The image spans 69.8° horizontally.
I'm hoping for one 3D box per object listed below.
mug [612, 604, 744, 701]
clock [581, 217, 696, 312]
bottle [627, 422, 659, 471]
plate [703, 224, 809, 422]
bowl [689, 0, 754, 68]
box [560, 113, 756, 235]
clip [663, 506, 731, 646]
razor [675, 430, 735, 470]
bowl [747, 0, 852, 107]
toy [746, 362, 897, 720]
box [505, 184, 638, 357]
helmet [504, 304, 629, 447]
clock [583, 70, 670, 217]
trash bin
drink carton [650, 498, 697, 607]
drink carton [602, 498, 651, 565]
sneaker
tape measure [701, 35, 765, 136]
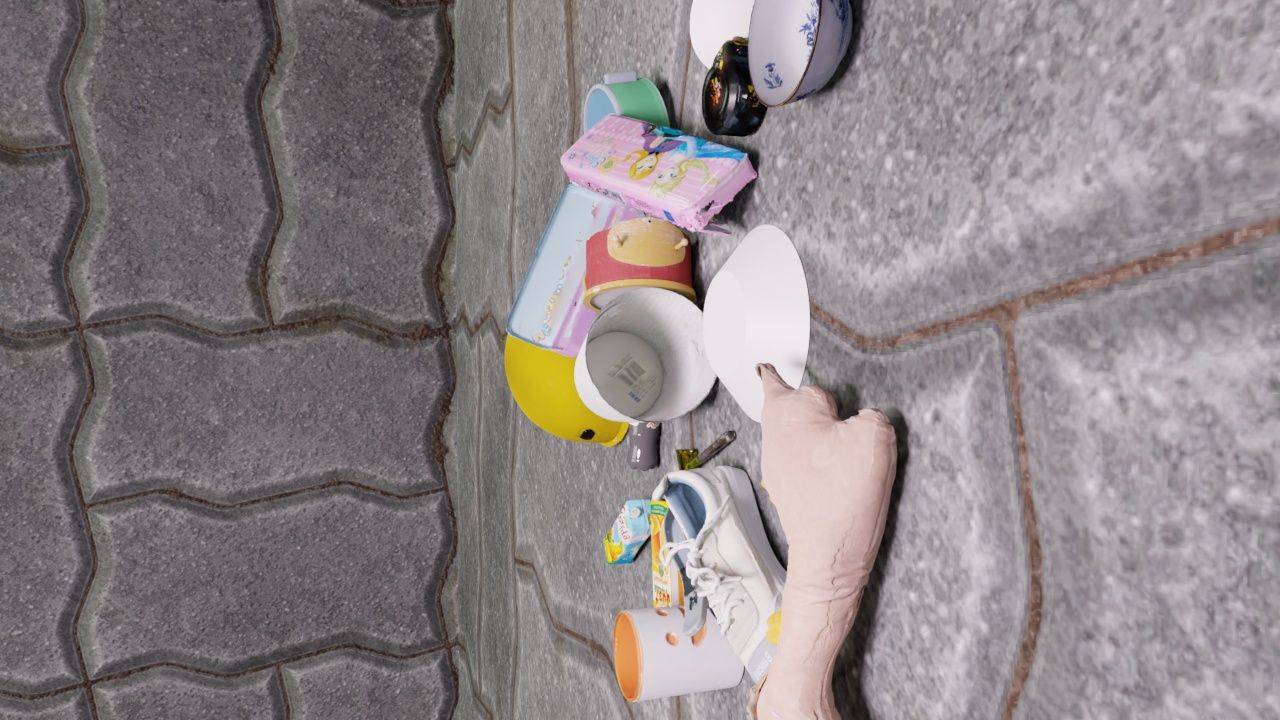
[{"bbox_3d":[0.035,0.274,0.870,0.082,0.105,0.082,178,91,-72],"label":"mug"},{"bbox_3d":[-0.005,-0.096,0.972,0.159,0.117,0.081,132,139,-73],"label":"clock"},{"bbox_3d":[0.004,0.072,1.064,0.036,0.036,0.110,-153,63,-70],"label":"bottle"},{"bbox_3d":[0.089,-0.032,0.804,0.174,0.036,0.174,179,90,-72],"label":"plate"},{"bbox_3d":[0.071,-0.314,0.842,0.110,0.040,0.110,179,90,-72],"label":"bowl"},{"bbox_3d":[0.021,-0.169,0.899,0.230,0.084,0.090,32,164,49],"label":"box"},{"bbox_3d":[0.065,0.198,0.862,0.027,0.090,0.162,-41,33,28],"label":"clip"},{"bbox_3d":[0.066,0.092,0.906,0.106,0.026,0.042,130,138,-57],"label":"razor"},{"bbox_3d":[0.124,-0.245,0.680,0.114,0.045,0.114,179,90,-71],"label":"bowl"},{"bbox_3d":[0.113,0.146,0.665,0.196,0.065,0.264,39,121,59],"label":"toy"},{"bbox_3d":[-0.077,-0.112,1.143,0.140,0.062,0.214,19,83,39],"label":"box"},{"bbox_3d":[-0.109,0.011,1.241,0.239,0.139,0.210,-117,32,-53],"label":"helmet"},{"bbox_3d":[-0.007,-0.238,1.045,0.122,0.075,0.161,149,106,-68],"label":"clock"},{"bbox_3d":[-0.006,0.006,0.961,0.161,0.133,0.133,148,120,-75],"label":"trash bin"},{"bbox_3d":[0.040,0.206,0.955,0.058,0.041,0.122,167,101,-71],"label":"drink carton"},{"bbox_3d":[-0.014,0.210,1.120,0.129,0.038,0.044,116,148,-53],"label":"drink carton"},{"bbox_3d":[0.072,0.187,0.772,0.242,0.090,0.090,-111,33,-46],"label":"sneaker"},{"bbox_3d":[0.083,-0.235,0.810,0.072,0.042,0.071,134,128,-58],"label":"tape measure"}]
